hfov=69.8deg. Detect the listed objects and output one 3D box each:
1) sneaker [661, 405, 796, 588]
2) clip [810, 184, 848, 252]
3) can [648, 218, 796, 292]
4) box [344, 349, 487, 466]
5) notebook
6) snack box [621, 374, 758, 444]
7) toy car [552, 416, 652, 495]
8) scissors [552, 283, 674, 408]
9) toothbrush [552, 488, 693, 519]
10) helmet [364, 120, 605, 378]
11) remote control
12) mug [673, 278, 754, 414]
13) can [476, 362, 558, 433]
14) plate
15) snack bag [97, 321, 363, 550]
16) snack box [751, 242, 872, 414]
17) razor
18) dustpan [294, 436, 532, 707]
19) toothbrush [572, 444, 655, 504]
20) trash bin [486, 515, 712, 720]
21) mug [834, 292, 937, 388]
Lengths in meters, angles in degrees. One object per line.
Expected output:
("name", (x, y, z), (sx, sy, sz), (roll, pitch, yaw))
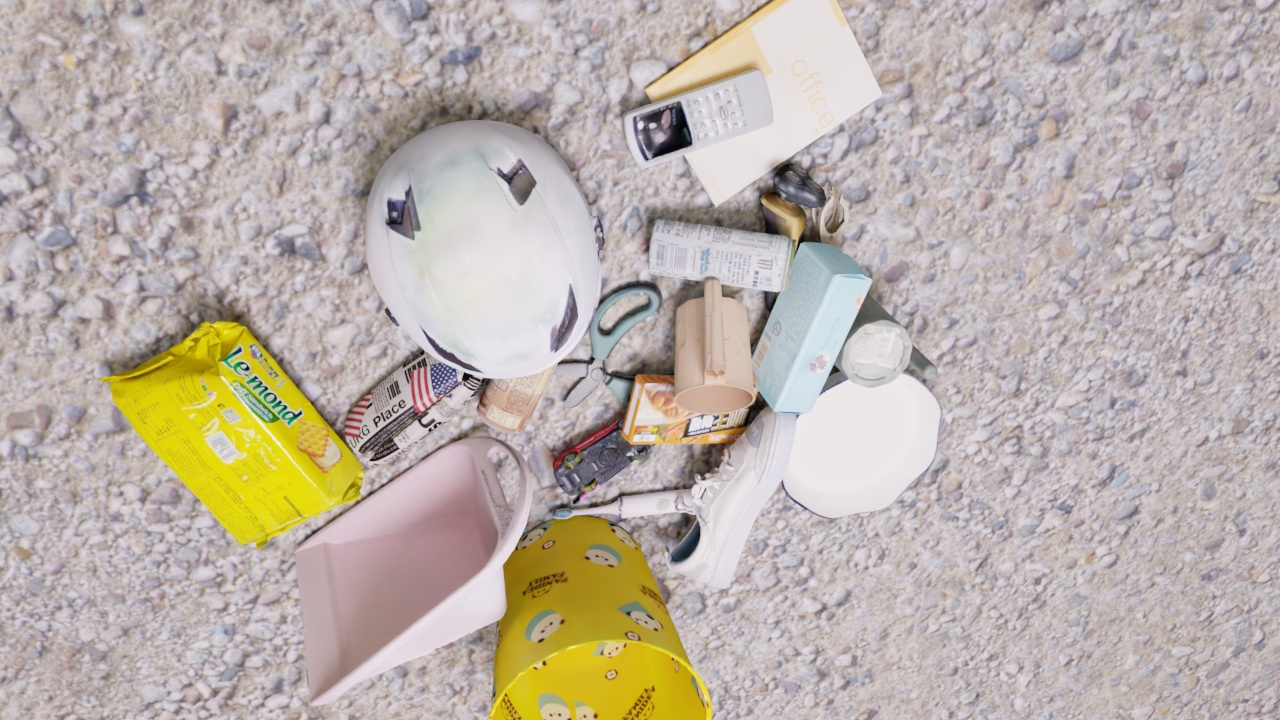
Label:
("sneaker", (0.096, 0.147, 1.050), (0.090, 0.089, 0.242), (19, 108, -10))
("clip", (0.197, -0.138, 0.992), (0.066, 0.034, 0.099), (-3, 123, -10))
("can", (0.083, -0.108, 0.943), (0.147, 0.058, 0.058), (9, 113, 8))
("box", (-0.246, 0.042, 0.978), (0.163, 0.076, 0.087), (-36, 95, 9))
("notebook", (0.127, -0.271, 0.928), (0.206, 0.010, 0.146), (-33, 115, 6))
("snack box", (0.056, 0.056, 1.032), (0.153, 0.026, 0.075), (2, 113, -30))
("toy car", (-0.044, 0.105, 1.047), (0.120, 0.045, 0.053), (-29, 118, -3))
("scissors", (-0.006, 0.006, 1.025), (0.181, 0.019, 0.170), (35, 102, -23))
("toothbrush", (0.005, 0.172, 1.097), (0.221, 0.026, 0.026), (-5, 81, -8))
("helmet", (-0.144, -0.097, 0.855), (0.229, 0.146, 0.259), (-16, 99, -1))
("remote control", (0.057, -0.240, 0.912), (0.150, 0.021, 0.058), (-20, 115, -1))
("mug", (0.075, -0.013, 0.956), (0.084, 0.103, 0.125), (-2, 156, 4))
("can", (-0.128, 0.017, 0.984), (0.058, 0.058, 0.116), (22, 108, -19))
("plate", (0.255, 0.094, 1.089), (0.204, 0.045, 0.205), (-6, 120, -10))
("snack bag", (-0.412, 0.082, 0.939), (0.158, 0.068, 0.246), (-24, 116, 16))
("snack box", (0.176, -0.033, 0.974), (0.051, 0.074, 0.175), (4, 123, -26))
("razor", (0.158, -0.123, 0.979), (0.068, 0.062, 0.168), (10, 121, 17))
("dustpan", (-0.244, 0.190, 0.961), (0.273, 0.222, 0.139), (-16, 129, -17))
("toothbrush", (-0.008, 0.110, 1.074), (0.189, 0.014, 0.018), (-37, 105, 8))
("trash bin", (-0.062, 0.319, 1.023), (0.229, 0.255, 0.230), (-4, 115, -9))
("mug", (0.259, -0.021, 1.015), (0.124, 0.103, 0.084), (17, 109, -16))
